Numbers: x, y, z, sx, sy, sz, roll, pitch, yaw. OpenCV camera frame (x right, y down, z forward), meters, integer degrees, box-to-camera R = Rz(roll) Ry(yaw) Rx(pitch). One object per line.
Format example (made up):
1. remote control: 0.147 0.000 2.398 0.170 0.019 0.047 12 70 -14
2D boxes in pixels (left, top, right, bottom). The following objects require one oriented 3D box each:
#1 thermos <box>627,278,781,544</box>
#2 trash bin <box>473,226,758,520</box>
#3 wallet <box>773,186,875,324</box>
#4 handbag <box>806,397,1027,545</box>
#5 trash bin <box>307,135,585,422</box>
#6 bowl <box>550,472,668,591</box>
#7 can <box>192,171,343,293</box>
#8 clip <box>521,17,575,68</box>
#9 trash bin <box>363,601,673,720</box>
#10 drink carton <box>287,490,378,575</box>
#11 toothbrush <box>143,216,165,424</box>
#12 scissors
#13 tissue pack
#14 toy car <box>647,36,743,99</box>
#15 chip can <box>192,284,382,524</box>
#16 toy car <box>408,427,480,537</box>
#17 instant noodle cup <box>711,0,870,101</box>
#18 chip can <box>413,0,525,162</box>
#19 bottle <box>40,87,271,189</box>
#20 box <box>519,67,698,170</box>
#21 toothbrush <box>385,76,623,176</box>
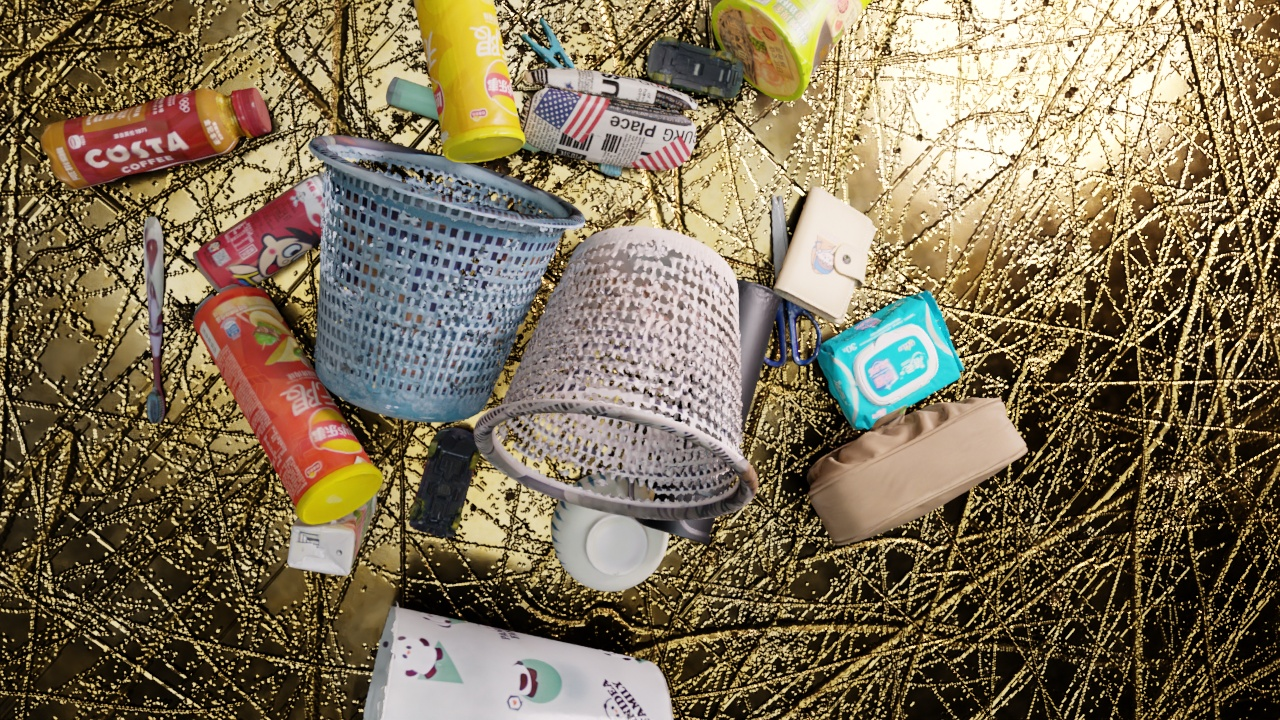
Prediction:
1. thermos: 0.057 0.043 0.858 0.090 0.068 0.242 17 80 3
2. trash bin: -0.005 0.006 0.763 0.227 0.228 0.191 17 63 -10
3. wallet: 0.184 -0.101 0.895 0.087 0.024 0.115 26 73 -18
4. handbag: 0.256 0.100 0.884 0.204 0.148 0.099 -24 79 -6
5. trash bin: -0.182 -0.063 0.775 0.226 0.226 0.195 16 106 -10
6. bowl: -0.027 0.170 0.885 0.116 0.066 0.116 -1 96 -9
7. can: -0.324 -0.111 0.815 0.132 0.053 0.053 -34 100 -4
8. clip: -0.084 -0.288 0.852 0.039 0.014 0.056 -41 99 -2
9. trash bin: -0.118 0.349 0.819 0.251 0.229 0.229 12 94 -15
10. drink carton: -0.270 0.140 0.815 0.053 0.122 0.045 10 104 -8
11. toothbrush: -0.438 -0.035 0.825 0.016 0.017 0.187 1 97 -10
12. scissors: 0.152 -0.078 0.902 0.108 0.012 0.175 20 97 13
13. tissue pack: 0.250 0.000 0.916 0.133 0.050 0.093 -30 99 -5
14. toy car: 0.050 -0.272 0.862 0.091 0.036 0.043 13 95 -11
15. chip can: -0.302 0.034 0.776 0.073 0.073 0.216 -38 70 -3
16. toy car: -0.185 0.114 0.872 0.049 0.031 0.106 16 95 -11
17. instant noodle cup: 0.147 -0.322 0.841 0.111 0.112 0.123 45 81 -10
18. chip can: -0.155 -0.284 0.796 0.072 0.072 0.213 -11 87 -7
19. bottle: -0.412 -0.195 0.790 0.175 0.057 0.057 -16 98 -7
20. box: -0.029 -0.216 0.836 0.162 0.076 0.088 8 102 -18
21. toothbrush: -0.122 -0.214 0.848 0.224 0.027 0.027 16 63 -10
